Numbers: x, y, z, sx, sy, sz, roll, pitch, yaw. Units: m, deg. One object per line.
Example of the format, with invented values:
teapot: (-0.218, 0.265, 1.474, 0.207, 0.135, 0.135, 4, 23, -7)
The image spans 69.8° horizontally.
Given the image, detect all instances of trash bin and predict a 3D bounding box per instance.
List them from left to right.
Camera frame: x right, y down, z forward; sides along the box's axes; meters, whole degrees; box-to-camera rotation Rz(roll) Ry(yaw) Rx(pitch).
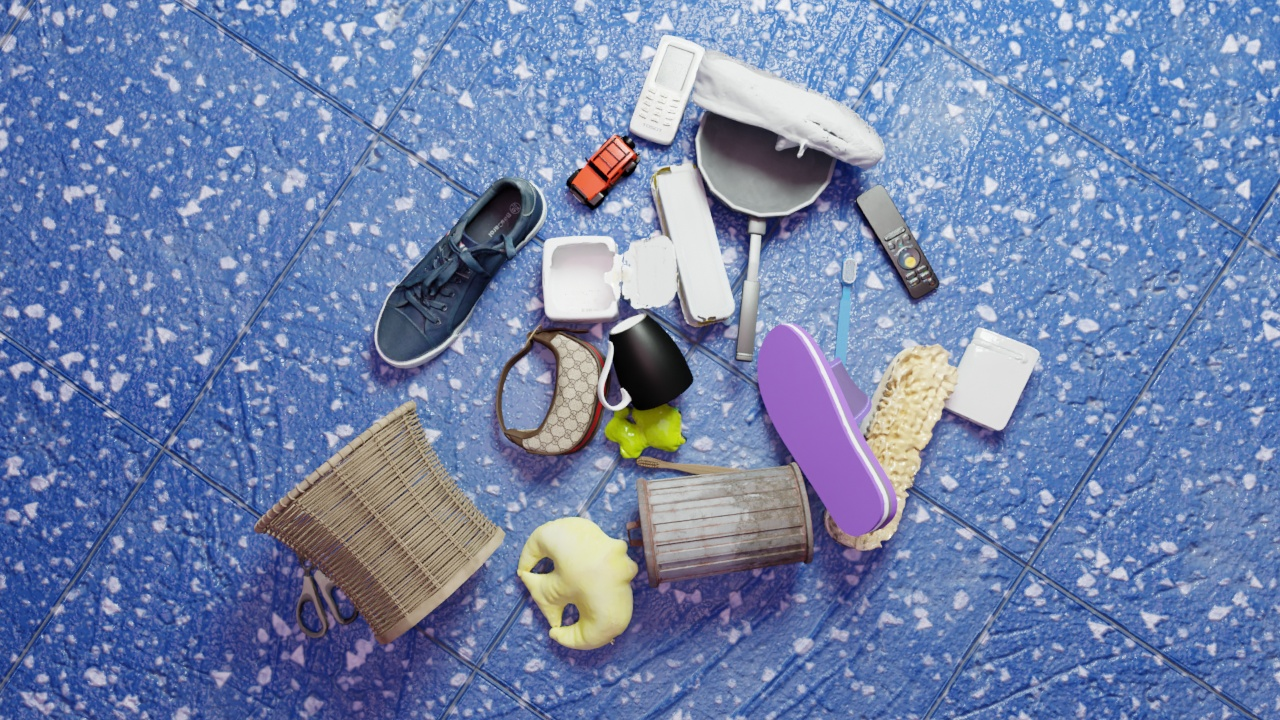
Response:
trash bin: (0.090, 0.196, 1.104, 0.211, 0.131, 0.131, -7, 87, 0)

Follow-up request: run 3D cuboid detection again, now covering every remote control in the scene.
remote control: (0.035, -0.348, 1.183, 0.060, 0.025, 0.138, 20, 88, 3)
remote control: (0.326, -0.150, 1.166, 0.041, 0.020, 0.152, -30, 87, 0)

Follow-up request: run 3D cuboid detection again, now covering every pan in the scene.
pan: (0.146, -0.174, 1.146, 0.178, 0.041, 0.357, 7, 82, -1)

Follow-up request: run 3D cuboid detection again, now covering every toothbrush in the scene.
toothbrush: (0.065, -0.106, 1.175, 0.155, 0.016, 0.022, 51, 45, 4)
toothbrush: (0.076, 0.139, 1.163, 0.167, 0.016, 0.016, 8, 89, 2)
toothbrush: (0.259, -0.049, 1.166, 0.016, 0.014, 0.166, 6, 88, 2)

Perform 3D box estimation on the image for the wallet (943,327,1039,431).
wallet: (0.437, 0.024, 1.150, 0.086, 0.032, 0.116, 29, 91, 14)

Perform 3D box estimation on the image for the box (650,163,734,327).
box: (0.065, -0.146, 1.158, 0.064, 0.033, 0.209, -12, 83, -12)

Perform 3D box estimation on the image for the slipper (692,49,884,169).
slipper: (0.178, -0.293, 1.107, 0.247, 0.075, 0.112, 23, 51, -1)

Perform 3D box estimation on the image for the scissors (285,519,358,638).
scissors: (-0.431, 0.278, 1.175, 0.169, 0.012, 0.131, 36, 87, 0)

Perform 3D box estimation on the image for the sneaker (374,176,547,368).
sneaker: (-0.229, -0.111, 1.135, 0.120, 0.127, 0.294, 40, 91, 5)

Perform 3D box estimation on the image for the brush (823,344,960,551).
brush: (0.309, 0.107, 1.135, 0.083, 0.056, 0.271, 24, 89, 2)

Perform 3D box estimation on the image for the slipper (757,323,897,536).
slipper: (0.237, 0.078, 1.103, 0.083, 0.108, 0.266, -6, 59, -34)

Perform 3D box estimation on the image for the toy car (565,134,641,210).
toy car: (-0.047, -0.243, 1.170, 0.100, 0.049, 0.051, -45, 86, 0)

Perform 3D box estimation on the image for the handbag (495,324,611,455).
handbag: (-0.113, 0.036, 1.157, 0.138, 0.063, 0.166, 14, 87, 12)

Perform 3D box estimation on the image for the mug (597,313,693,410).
mug: (-0.007, 0.007, 1.120, 0.118, 0.085, 0.100, -33, 106, -18)

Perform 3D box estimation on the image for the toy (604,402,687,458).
toy: (0.008, 0.086, 1.159, 0.093, 0.036, 0.094, -44, 80, 5)

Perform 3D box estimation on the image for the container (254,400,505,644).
container: (-0.294, 0.194, 1.080, 0.227, 0.227, 0.196, -40, 93, 0)

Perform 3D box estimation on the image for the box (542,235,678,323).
box: (-0.036, -0.103, 1.150, 0.191, 0.083, 0.110, -3, 88, 19)

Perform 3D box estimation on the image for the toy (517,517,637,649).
toy: (-0.070, 0.273, 1.137, 0.155, 0.064, 0.170, -31, 83, 19)
